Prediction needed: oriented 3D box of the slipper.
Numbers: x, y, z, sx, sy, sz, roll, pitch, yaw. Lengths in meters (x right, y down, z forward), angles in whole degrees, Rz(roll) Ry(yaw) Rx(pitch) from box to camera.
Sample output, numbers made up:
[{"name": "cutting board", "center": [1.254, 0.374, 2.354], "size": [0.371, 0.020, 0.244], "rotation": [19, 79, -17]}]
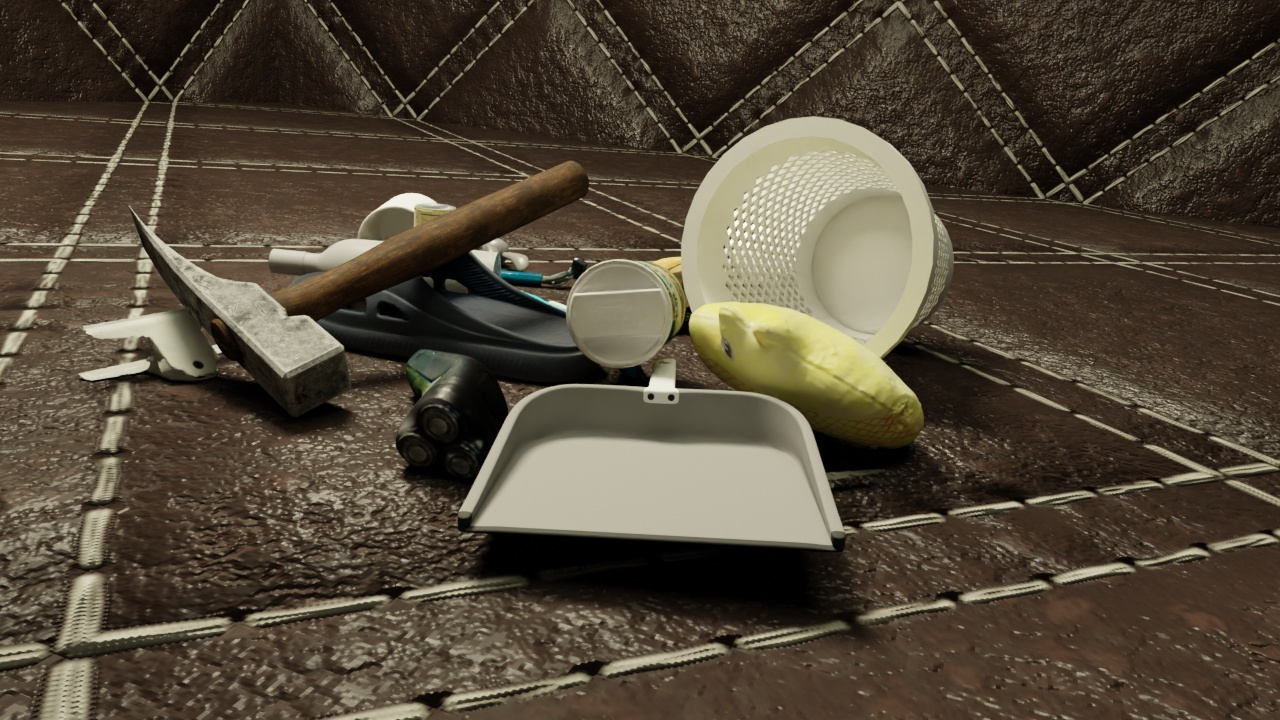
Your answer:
[{"name": "slipper", "center": [-0.154, -0.050, 0.691], "size": [0.268, 0.083, 0.110], "rotation": [13, 21, 18]}]

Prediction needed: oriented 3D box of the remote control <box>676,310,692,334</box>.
[{"name": "remote control", "center": [0.037, -0.035, 0.812], "size": [0.150, 0.013, 0.034], "rotation": [-1, 19, -21]}]

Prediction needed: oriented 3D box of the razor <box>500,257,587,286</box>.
[{"name": "razor", "center": [-0.126, -0.085, 0.916], "size": [0.144, 0.022, 0.042], "rotation": [-1, -19, -7]}]

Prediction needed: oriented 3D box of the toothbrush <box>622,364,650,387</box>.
[{"name": "toothbrush", "center": [-0.004, 0.004, 0.676], "size": [0.017, 0.016, 0.189], "rotation": [9, 15, -24]}]

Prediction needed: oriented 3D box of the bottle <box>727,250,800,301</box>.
[{"name": "bottle", "center": [0.129, -0.094, 0.986], "size": [0.041, 0.041, 0.116], "rotation": [-4, 20, -28]}]

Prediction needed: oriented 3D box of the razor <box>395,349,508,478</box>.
[{"name": "razor", "center": [-0.119, 0.023, 0.534], "size": [0.067, 0.054, 0.151], "rotation": [-29, 22, -17]}]

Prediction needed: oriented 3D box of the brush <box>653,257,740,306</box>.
[{"name": "brush", "center": [0.054, -0.076, 0.884], "size": [0.059, 0.043, 0.195], "rotation": [9, 11, 22]}]

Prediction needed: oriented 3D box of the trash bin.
[{"name": "trash bin", "center": [0.167, -0.083, 0.756], "size": [0.196, 0.195, 0.199], "rotation": [16, 11, 30]}]

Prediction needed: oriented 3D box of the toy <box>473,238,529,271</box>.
[{"name": "toy", "center": [-0.156, -0.117, 0.989], "size": [0.049, 0.030, 0.112], "rotation": [13, 7, -28]}]

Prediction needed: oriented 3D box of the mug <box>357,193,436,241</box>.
[{"name": "mug", "center": [-0.249, -0.116, 0.907], "size": [0.110, 0.074, 0.090], "rotation": [-20, 18, 3]}]

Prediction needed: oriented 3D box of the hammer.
[{"name": "hammer", "center": [-0.180, -0.097, 0.659], "size": [0.218, 0.037, 0.299], "rotation": [35, 50, 28]}]

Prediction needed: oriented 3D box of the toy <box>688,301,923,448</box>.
[{"name": "toy", "center": [0.097, 0.005, 0.591], "size": [0.170, 0.064, 0.154], "rotation": [26, -3, 39]}]

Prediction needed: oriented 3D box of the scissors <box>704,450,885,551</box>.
[{"name": "scissors", "center": [0.058, 0.069, 0.489], "size": [0.157, 0.012, 0.165], "rotation": [6, 13, 4]}]

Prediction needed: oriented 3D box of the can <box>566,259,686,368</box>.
[{"name": "can", "center": [-0.006, -0.035, 0.621], "size": [0.067, 0.067, 0.120], "rotation": [8, 7, 7]}]

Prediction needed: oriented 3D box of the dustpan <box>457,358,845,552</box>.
[{"name": "dustpan", "center": [0.010, 0.038, 0.507], "size": [0.163, 0.033, 0.257], "rotation": [3, 10, 2]}]

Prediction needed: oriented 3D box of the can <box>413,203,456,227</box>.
[{"name": "can", "center": [-0.189, -0.102, 0.843], "size": [0.038, 0.079, 0.038], "rotation": [5, 18, -2]}]

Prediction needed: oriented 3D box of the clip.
[{"name": "clip", "center": [-0.303, -0.009, 0.595], "size": [0.052, 0.058, 0.101], "rotation": [-12, 6, 34]}]

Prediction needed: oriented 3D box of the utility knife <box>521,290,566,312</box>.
[{"name": "utility knife", "center": [-0.115, -0.061, 0.844], "size": [0.022, 0.015, 0.179], "rotation": [-11, 25, -44]}]

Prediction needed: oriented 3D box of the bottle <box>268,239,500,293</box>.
[{"name": "bottle", "center": [-0.223, -0.078, 0.802], "size": [0.195, 0.052, 0.052], "rotation": [5, 17, -1]}]
